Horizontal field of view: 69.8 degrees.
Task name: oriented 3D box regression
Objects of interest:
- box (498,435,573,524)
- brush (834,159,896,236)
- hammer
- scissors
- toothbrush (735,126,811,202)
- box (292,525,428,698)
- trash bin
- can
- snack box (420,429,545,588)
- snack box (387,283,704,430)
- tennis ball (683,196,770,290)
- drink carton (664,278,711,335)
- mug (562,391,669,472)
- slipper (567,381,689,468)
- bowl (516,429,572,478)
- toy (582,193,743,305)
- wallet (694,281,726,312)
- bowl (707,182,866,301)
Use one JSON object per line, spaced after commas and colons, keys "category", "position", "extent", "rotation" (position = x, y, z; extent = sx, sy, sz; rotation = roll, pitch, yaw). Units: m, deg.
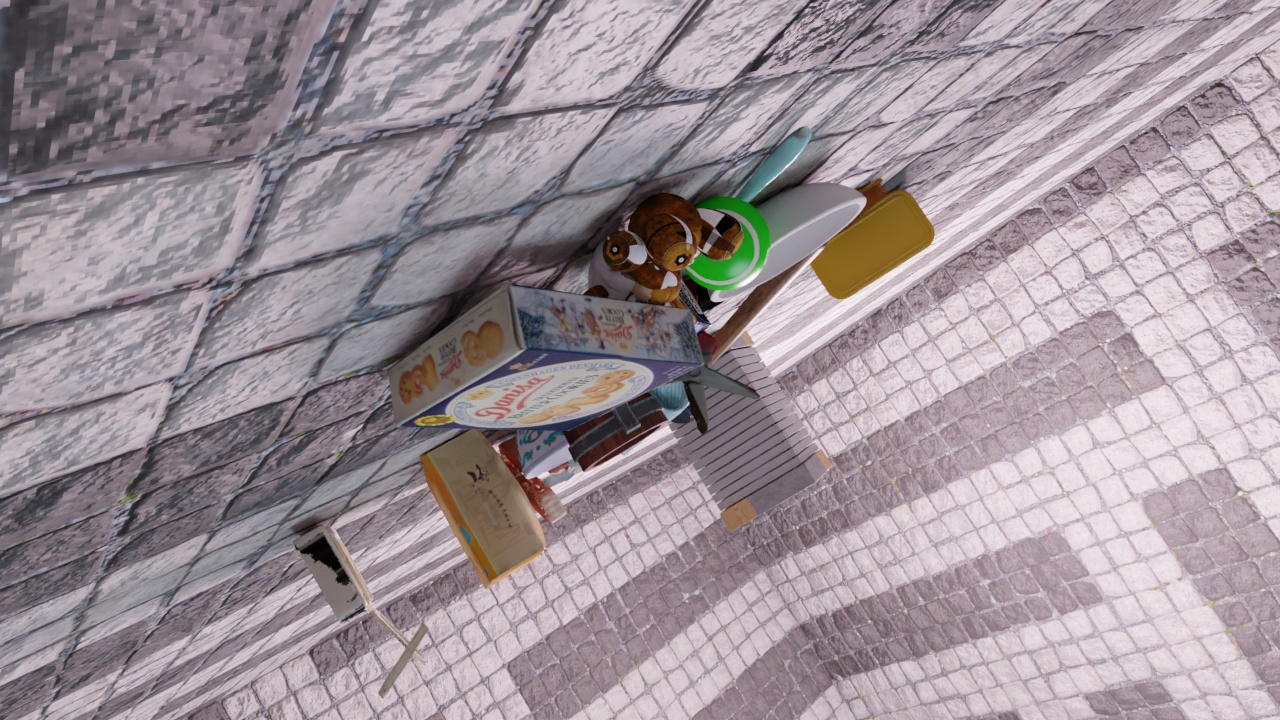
{"category": "box", "position": [-0.119, 0.128, 1.034], "extent": [0.067, 0.057, 0.187], "rotation": [-51, -156, -8]}
{"category": "brush", "position": [0.224, -0.161, 0.930], "extent": [0.048, 0.017, 0.127], "rotation": [-27, 171, -26]}
{"category": "hammer", "position": [0.120, -0.050, 1.066], "extent": [0.323, 0.040, 0.129], "rotation": [-51, -168, 50]}
{"category": "scissors", "position": [0.023, -0.006, 0.782], "extent": [0.180, 0.015, 0.198], "rotation": [-6, -138, 22]}
{"category": "toothbrush", "position": [0.069, -0.114, 0.665], "extent": [0.016, 0.016, 0.181], "rotation": [-16, 165, -33]}
{"category": "box", "position": [-0.276, 0.243, 0.938], "extent": [0.080, 0.180, 0.144], "rotation": [-30, 179, -17]}
{"category": "trash bin", "position": [0.143, 0.095, 1.346], "extent": [0.143, 0.247, 0.142], "rotation": [-34, 171, 19]}
{"category": "can", "position": [0.272, -0.132, 1.085], "extent": [0.135, 0.075, 0.104], "rotation": [-34, 174, 14]}
{"category": "snack box", "position": [-0.166, 0.164, 0.996], "extent": [0.080, 0.145, 0.196], "rotation": [-29, 171, -17]}
{"category": "snack box", "position": [-0.061, 0.005, 0.580], "extent": [0.144, 0.042, 0.145], "rotation": [4, 157, -42]}
{"category": "tennis ball", "position": [0.058, -0.081, 0.639], "extent": [0.065, 0.065, 0.065], "rotation": [-31, 172, -5]}
{"category": "drink carton", "position": [0.014, -0.043, 0.708], "extent": [0.040, 0.064, 0.130], "rotation": [-33, 172, 12]}
{"category": "mug", "position": [-0.036, 0.016, 0.711], "extent": [0.081, 0.111, 0.118], "rotation": [-29, 171, -18]}
{"category": "slipper", "position": [-0.040, 0.074, 1.062], "extent": [0.116, 0.069, 0.277], "rotation": [31, 134, -30]}
{"category": "bowl", "position": [-0.069, 0.048, 0.910], "extent": [0.144, 0.074, 0.144], "rotation": [-31, 172, -5]}
{"category": "toy", "position": [0.003, -0.059, 0.583], "extent": [0.087, 0.067, 0.113], "rotation": [-18, 152, -46]}
{"category": "wallet", "position": [0.093, -0.083, 0.888], "extent": [0.114, 0.026, 0.089], "rotation": [-29, 172, -16]}
{"category": "bowl", "position": [0.112, -0.106, 0.762], "extent": [0.149, 0.043, 0.149], "rotation": [-31, 172, -5]}
